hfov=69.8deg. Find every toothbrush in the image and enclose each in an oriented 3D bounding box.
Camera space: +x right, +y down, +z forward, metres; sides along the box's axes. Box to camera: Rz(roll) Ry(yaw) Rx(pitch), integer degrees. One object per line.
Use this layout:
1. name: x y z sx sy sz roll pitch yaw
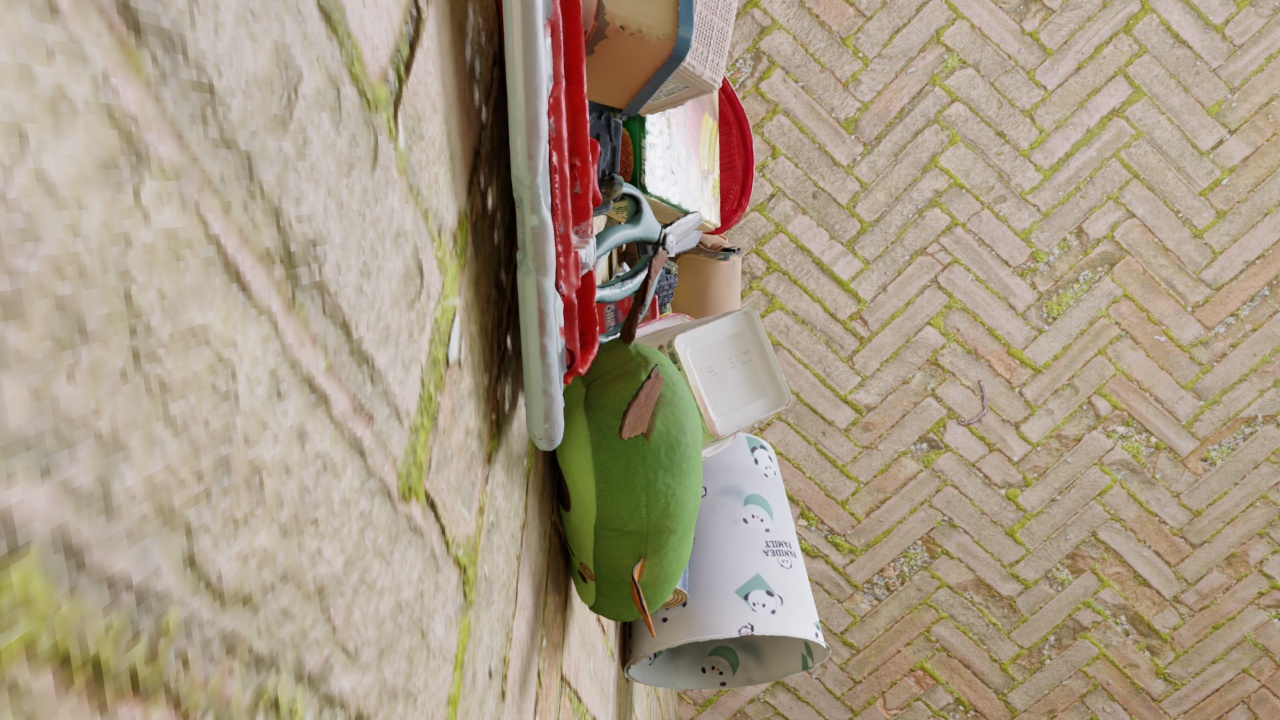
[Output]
1. toothbrush: -0.006 -0.157 0.785 0.016 0.018 0.191 56 49 -60

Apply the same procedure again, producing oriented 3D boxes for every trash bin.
1. trash bin: 0.087 0.234 1.082 0.230 0.229 0.251 83 2 -58

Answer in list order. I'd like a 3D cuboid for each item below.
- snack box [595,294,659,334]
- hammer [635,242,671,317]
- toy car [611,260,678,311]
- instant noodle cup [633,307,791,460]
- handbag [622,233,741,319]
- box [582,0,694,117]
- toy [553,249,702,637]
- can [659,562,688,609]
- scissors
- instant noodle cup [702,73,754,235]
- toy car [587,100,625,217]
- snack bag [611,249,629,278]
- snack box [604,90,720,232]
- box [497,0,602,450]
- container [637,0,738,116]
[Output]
1. snack box: -0.005 0.005 0.855 0.208 0.057 0.058 78 10 -70
2. hammer: -0.005 -0.176 0.878 0.125 0.032 0.324 -82 166 -53
3. toy car: -0.002 -0.066 0.876 0.105 0.031 0.049 -25 132 -49
4. instant noodle cup: 0.037 0.019 0.674 0.124 0.116 0.116 -22 -91 60
5. handbag: 0.044 -0.053 1.040 0.099 0.148 0.205 -21 114 -46
6. box: -0.013 -0.228 0.517 0.090 0.059 0.184 153 -61 -61
7. toy: -0.008 0.068 0.556 0.226 0.090 0.247 -97 -172 -54
8. can: 0.014 0.197 0.961 0.075 0.075 0.111 84 7 -55
9. scissors: 0.001 -0.089 0.650 0.179 0.019 0.139 -40 132 -42
10. instant noodle cup: 0.032 -0.214 0.935 0.194 0.065 0.194 43 -35 42
11. toy car: -0.034 -0.133 0.570 0.034 0.043 0.090 159 -64 -65
12. snack bag: -0.016 -0.058 0.920 0.045 0.026 0.105 -29 114 -86
13. snack box: 0.011 -0.227 0.734 0.114 0.063 0.240 11 76 -55
14. box: -0.044 -0.076 0.428 0.157 0.038 0.201 -78 167 -70
15. container: 0.010 -0.236 0.617 0.089 0.090 0.110 18 75 -42
